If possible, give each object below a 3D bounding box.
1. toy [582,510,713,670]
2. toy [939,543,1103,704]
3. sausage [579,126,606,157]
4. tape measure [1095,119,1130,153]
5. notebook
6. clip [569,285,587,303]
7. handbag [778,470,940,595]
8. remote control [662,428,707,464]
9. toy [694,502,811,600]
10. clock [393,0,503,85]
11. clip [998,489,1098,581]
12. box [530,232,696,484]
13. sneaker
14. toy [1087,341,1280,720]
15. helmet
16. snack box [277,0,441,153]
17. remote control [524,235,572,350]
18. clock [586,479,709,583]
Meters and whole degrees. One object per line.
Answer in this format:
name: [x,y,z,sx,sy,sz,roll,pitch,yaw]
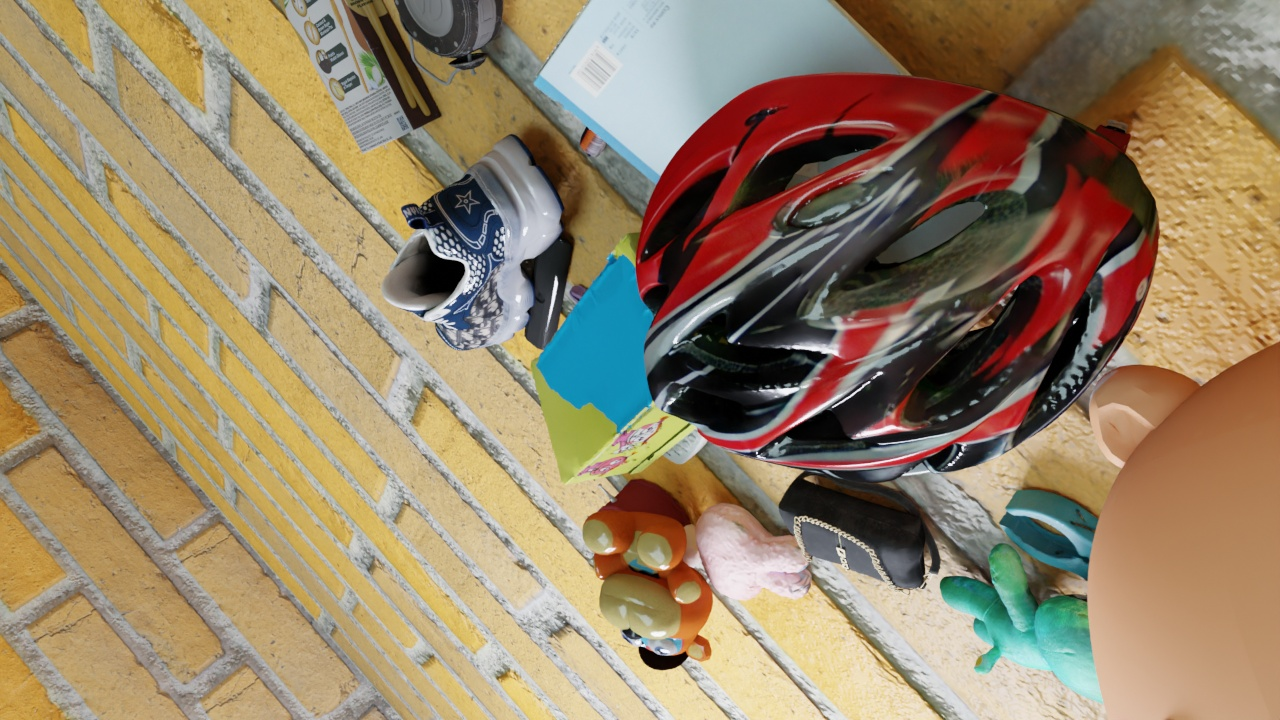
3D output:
toy: [0.013,0.206,0.825,0.112,0.096,0.176,5,135,35]
toy: [0.264,0.183,0.589,0.130,0.072,0.193,48,166,-8]
sausage: [-0.011,-0.184,0.620,0.020,0.020,0.156,48,145,2]
tape measure: [0.216,-0.078,0.444,0.019,0.059,0.051,30,171,27]
notebook: [0.073,-0.127,0.524,0.253,0.009,0.182,38,147,-14]
clip: [-0.036,-0.047,0.784,0.051,0.014,0.045,54,145,-10]
handbag: [0.166,0.135,0.703,0.129,0.054,0.079,14,143,36]
remote control: [0.036,0.044,0.772,0.060,0.028,0.115,40,144,14]
toy: [0.100,0.173,0.806,0.105,0.053,0.108,12,131,28]
clock: [-0.139,-0.265,0.666,0.091,0.043,0.123,38,144,17]
clip: [0.286,0.127,0.578,0.120,0.027,0.103,30,138,26]
box: [-0.004,0.004,0.704,0.222,0.079,0.124,-47,56,52]
sneaker: [-0.161,-0.072,0.776,0.103,0.132,0.270,54,150,10]
toy: [0.300,0.103,0.334,0.280,0.265,0.264,60,149,9]
helmet: [0.107,-0.030,0.451,0.217,0.166,0.273,31,157,-20]
snack box: [-0.253,-0.280,0.789,0.101,0.031,0.186,-2,120,49]
remote control: [-0.085,-0.064,0.817,0.033,0.015,0.147,38,144,16]
clock: [0.012,0.175,0.903,0.137,0.048,0.096,40,144,16]
